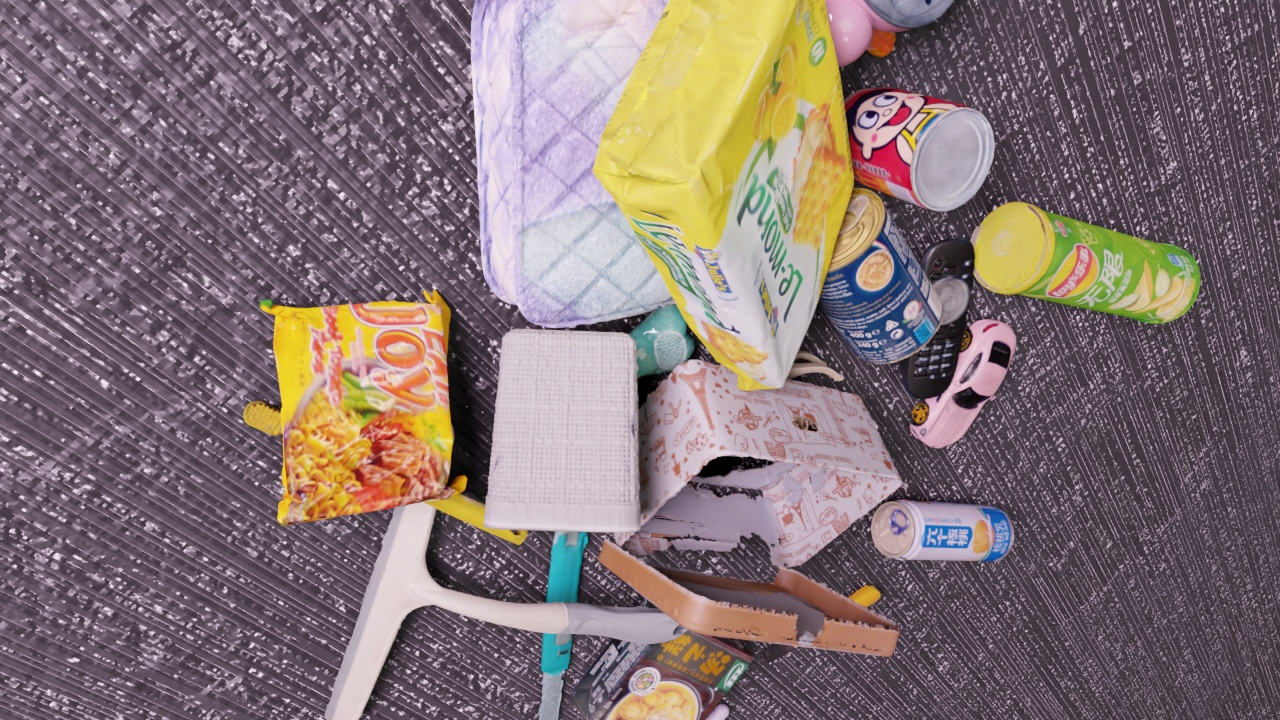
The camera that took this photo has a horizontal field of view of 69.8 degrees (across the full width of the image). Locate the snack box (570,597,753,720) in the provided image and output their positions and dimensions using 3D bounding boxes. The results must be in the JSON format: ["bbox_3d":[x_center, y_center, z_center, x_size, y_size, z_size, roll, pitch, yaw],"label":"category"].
[{"bbox_3d":[0.025,0.262,0.761,0.125,0.053,0.113,35,95,-31],"label":"snack box"}]

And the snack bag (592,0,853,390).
[{"bbox_3d":[0.057,-0.098,0.507,0.157,0.068,0.246,-66,152,-17],"label":"snack bag"}]

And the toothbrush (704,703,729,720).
[{"bbox_3d":[0.018,0.387,0.836,0.021,0.029,0.189,40,91,1],"label":"toothbrush"}]

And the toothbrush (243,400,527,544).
[{"bbox_3d":[-0.150,0.071,0.563,0.190,0.017,0.015,30,76,-23],"label":"toothbrush"}]

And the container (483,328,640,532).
[{"bbox_3d":[-0.044,0.041,0.557,0.090,0.090,0.114,2,87,-3],"label":"container"}]

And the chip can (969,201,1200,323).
[{"bbox_3d":[0.373,-0.077,0.759,0.221,0.072,0.073,6,111,-31],"label":"chip can"}]

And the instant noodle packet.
[{"bbox_3d":[-0.155,0.024,0.527,0.110,0.044,0.128,-4,92,-30],"label":"instant noodle packet"}]

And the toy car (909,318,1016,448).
[{"bbox_3d":[0.277,0.022,0.780,0.056,0.037,0.122,17,106,-32],"label":"toy car"}]

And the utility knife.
[{"bbox_3d":[-0.061,0.205,0.705,0.029,0.013,0.208,-4,116,-26],"label":"utility knife"}]

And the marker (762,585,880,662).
[{"bbox_3d":[0.166,0.242,0.846,0.123,0.015,0.018,-28,123,-10],"label":"marker"}]

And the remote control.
[{"bbox_3d":[0.235,-0.034,0.735,0.053,0.024,0.136,-5,114,-16],"label":"remote control"}]

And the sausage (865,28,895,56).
[{"bbox_3d":[0.107,-0.232,0.569,0.165,0.021,0.021,22,102,-35],"label":"sausage"}]

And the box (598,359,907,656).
[{"bbox_3d":[0.078,0.123,0.621,0.182,0.178,0.153,12,133,-32],"label":"box"}]

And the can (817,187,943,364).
[{"bbox_3d":[0.160,-0.057,0.652,0.075,0.075,0.111,-46,126,-1],"label":"can"}]

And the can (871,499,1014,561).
[{"bbox_3d":[0.275,0.156,0.834,0.134,0.053,0.053,8,110,-31],"label":"can"}]

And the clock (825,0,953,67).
[{"bbox_3d":[0.120,-0.238,0.527,0.158,0.060,0.117,-42,118,-25],"label":"clock"}]

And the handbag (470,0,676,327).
[{"bbox_3d":[-0.025,-0.122,0.523,0.134,0.075,0.194,-13,121,-29],"label":"handbag"}]

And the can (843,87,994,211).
[{"bbox_3d":[0.175,-0.142,0.606,0.066,0.094,0.067,-12,118,-23],"label":"can"}]

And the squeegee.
[{"bbox_3d":[-0.066,0.177,0.646,0.246,0.039,0.247,16,106,-23],"label":"squeegee"}]

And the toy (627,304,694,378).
[{"bbox_3d":[-0.004,0.004,0.626,0.092,0.030,0.096,-29,132,-6],"label":"toy"}]

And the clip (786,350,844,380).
[{"bbox_3d":[0.098,0.026,0.688,0.104,0.035,0.084,-5,116,-21],"label":"clip"}]
